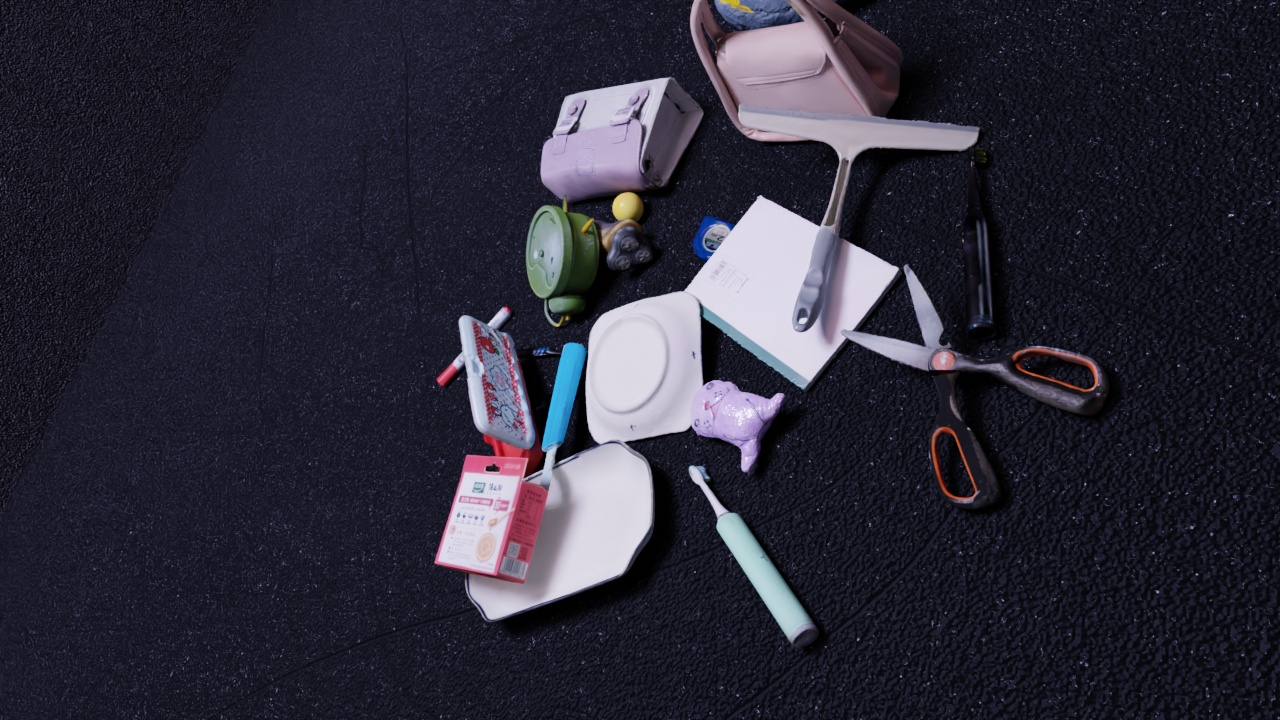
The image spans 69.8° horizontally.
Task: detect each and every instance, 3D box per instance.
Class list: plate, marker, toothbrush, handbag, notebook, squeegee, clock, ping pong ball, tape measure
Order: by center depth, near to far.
[{"bbox_3d":[0.309,-0.115,0.841,0.027,0.026,0.212,6,61,7],"label":"toothbrush"},{"bbox_3d":[0.095,0.170,0.845,0.224,0.027,0.026,55,136,47],"label":"toothbrush"},{"bbox_3d":[0.190,-0.134,0.922,0.247,0.039,0.246,11,72,19],"label":"squeegee"},{"bbox_3d":[0.147,-0.077,0.958,0.150,0.012,0.209,-52,47,2],"label":"notebook"},{"bbox_3d":[0.148,-0.334,0.976,0.194,0.234,0.093,8,71,45],"label":"handbag"},{"bbox_3d":[-0.084,0.188,0.991,0.266,0.034,0.161,-27,47,27],"label":"plate"},{"bbox_3d":[-0.006,0.006,1.018,0.165,0.034,0.163,-15,67,36],"label":"plate"},{"bbox_3d":[0.088,-0.136,1.056,0.058,0.025,0.054,26,84,37],"label":"tape measure"},{"bbox_3d":[-0.073,0.027,1.100,0.132,0.022,0.020,-36,30,18],"label":"marker"},{"bbox_3d":[-0.102,-0.121,1.171,0.116,0.056,0.161,47,130,51],"label":"clock"},{"bbox_3d":[-0.016,-0.196,1.182,0.040,0.040,0.040,-23,50,30],"label":"ping pong ball"},{"bbox_3d":[-0.134,-0.012,1.187,0.190,0.016,0.014,0,56,44],"label":"toothbrush"},{"bbox_3d":[-0.034,-0.292,1.228,0.197,0.098,0.144,5,73,45],"label":"handbag"},{"bbox_3d":[-0.231,-0.020,1.279,0.145,0.017,0.017,-46,42,9],"label":"marker"}]

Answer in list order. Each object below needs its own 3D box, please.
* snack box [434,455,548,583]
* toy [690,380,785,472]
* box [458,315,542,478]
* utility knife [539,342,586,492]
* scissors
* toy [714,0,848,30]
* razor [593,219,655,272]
[{"bbox_3d":[-0.160,0.172,1.004,0.113,0.044,0.127,-3,67,44],"label":"snack box"},{"bbox_3d":[0.090,0.058,0.915,0.108,0.039,0.084,23,89,47],"label":"toy"},{"bbox_3d":[-0.183,0.048,1.108,0.113,0.099,0.201,-55,36,30],"label":"box"},{"bbox_3d":[-0.094,0.068,1.053,0.034,0.018,0.208,-14,51,35],"label":"utility knife"},{"bbox_3d":[0.267,0.018,0.765,0.221,0.021,0.230,0,72,32],"label":"scissors"},{"bbox_3d":[0.172,-0.475,1.161,0.357,0.091,0.137,22,67,46],"label":"toy"},{"bbox_3d":[-0.047,-0.152,1.176,0.168,0.062,0.067,23,81,54],"label":"razor"}]
